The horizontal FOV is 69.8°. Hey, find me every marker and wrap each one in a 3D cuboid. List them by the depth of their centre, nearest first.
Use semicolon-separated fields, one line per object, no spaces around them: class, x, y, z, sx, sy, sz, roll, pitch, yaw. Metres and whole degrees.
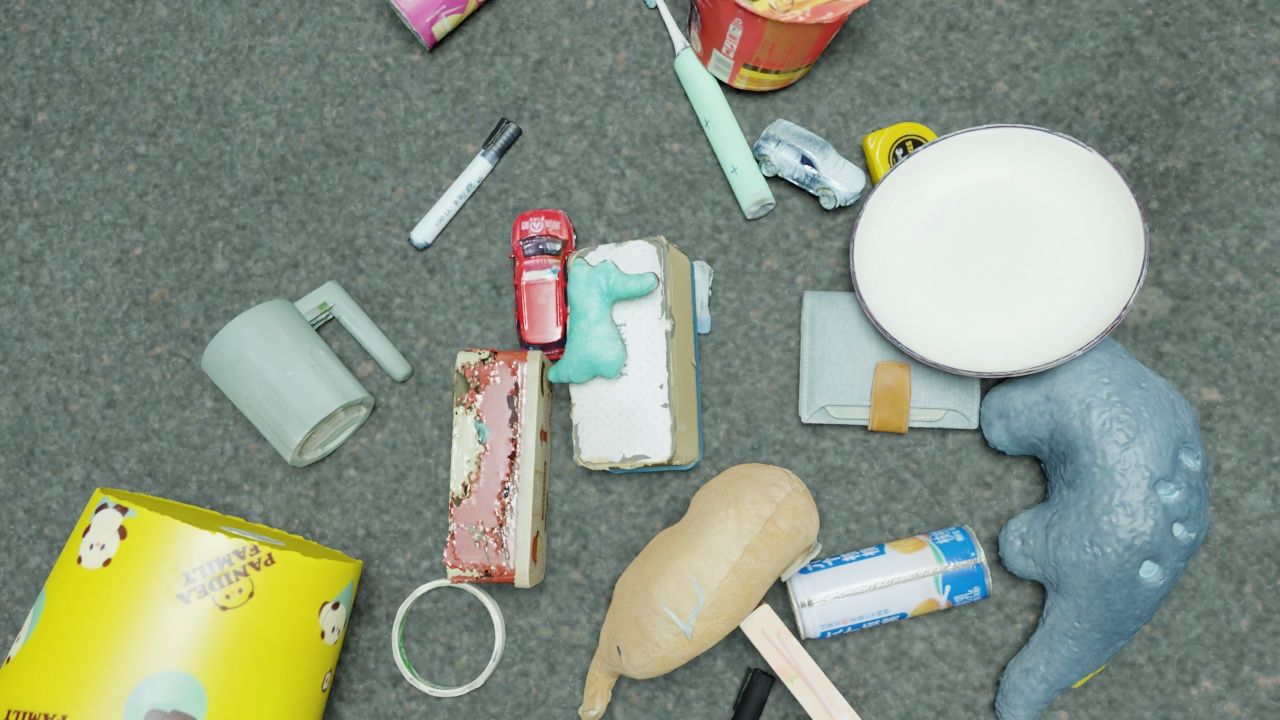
marker;0.062;0.285;0.658;0.022;0.020;0.132;24;84;7
marker;-0.144;-0.144;0.746;0.130;0.022;0.018;-50;36;-4

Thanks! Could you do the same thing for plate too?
plate;0.248;-0.074;0.647;0.193;0.039;0.192;-7;68;18

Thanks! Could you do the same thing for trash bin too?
trash bin;-0.318;0.234;0.614;0.230;0.230;0.255;15;77;8

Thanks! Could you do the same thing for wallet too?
wallet;0.184;0.001;0.680;0.130;0.037;0.106;2;81;7

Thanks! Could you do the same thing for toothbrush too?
toothbrush;0.050;-0.215;0.733;0.026;0.027;0.224;-17;78;-34

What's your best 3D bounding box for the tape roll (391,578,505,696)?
tape roll;-0.146;0.210;0.696;0.086;0.014;0.085;-1;82;6

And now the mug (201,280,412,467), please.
mug;-0.254;0.007;0.712;0.123;0.084;0.103;-39;79;-26

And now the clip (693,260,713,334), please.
clip;0.045;-0.048;0.712;0.024;0.029;0.057;7;88;12

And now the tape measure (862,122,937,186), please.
tape measure;0.201;-0.153;0.705;0.057;0.029;0.060;-19;97;-1

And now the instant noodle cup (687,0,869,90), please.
instant noodle cup;0.095;-0.278;0.684;0.138;0.109;0.137;2;73;-7

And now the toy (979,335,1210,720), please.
toy;0.312;0.079;0.635;0.138;0.091;0.356;-3;79;33

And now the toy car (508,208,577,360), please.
toy car;-0.074;-0.061;0.715;0.053;0.045;0.120;-5;79;4

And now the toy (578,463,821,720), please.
toy;0.028;0.159;0.620;0.226;0.143;0.082;-45;84;-1

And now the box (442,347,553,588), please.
box;-0.109;0.078;0.672;0.077;0.091;0.168;1;81;3

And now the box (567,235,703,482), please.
box;-0.004;0.004;0.680;0.090;0.059;0.184;-4;83;24

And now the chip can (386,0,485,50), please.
chip can;-0.117;-0.348;0.748;0.210;0.071;0.071;-41;79;-1

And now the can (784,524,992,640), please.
can;0.172;0.158;0.649;0.134;0.053;0.053;-15;80;4

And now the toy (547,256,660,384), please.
toy;-0.028;-0.031;0.645;0.097;0.030;0.092;-7;82;31

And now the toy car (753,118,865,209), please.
toy car;0.131;-0.152;0.704;0.090;0.034;0.042;33;50;9

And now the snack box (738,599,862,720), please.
snack box;0.124;0.233;0.627;0.026;0.084;0.157;-39;80;-4
